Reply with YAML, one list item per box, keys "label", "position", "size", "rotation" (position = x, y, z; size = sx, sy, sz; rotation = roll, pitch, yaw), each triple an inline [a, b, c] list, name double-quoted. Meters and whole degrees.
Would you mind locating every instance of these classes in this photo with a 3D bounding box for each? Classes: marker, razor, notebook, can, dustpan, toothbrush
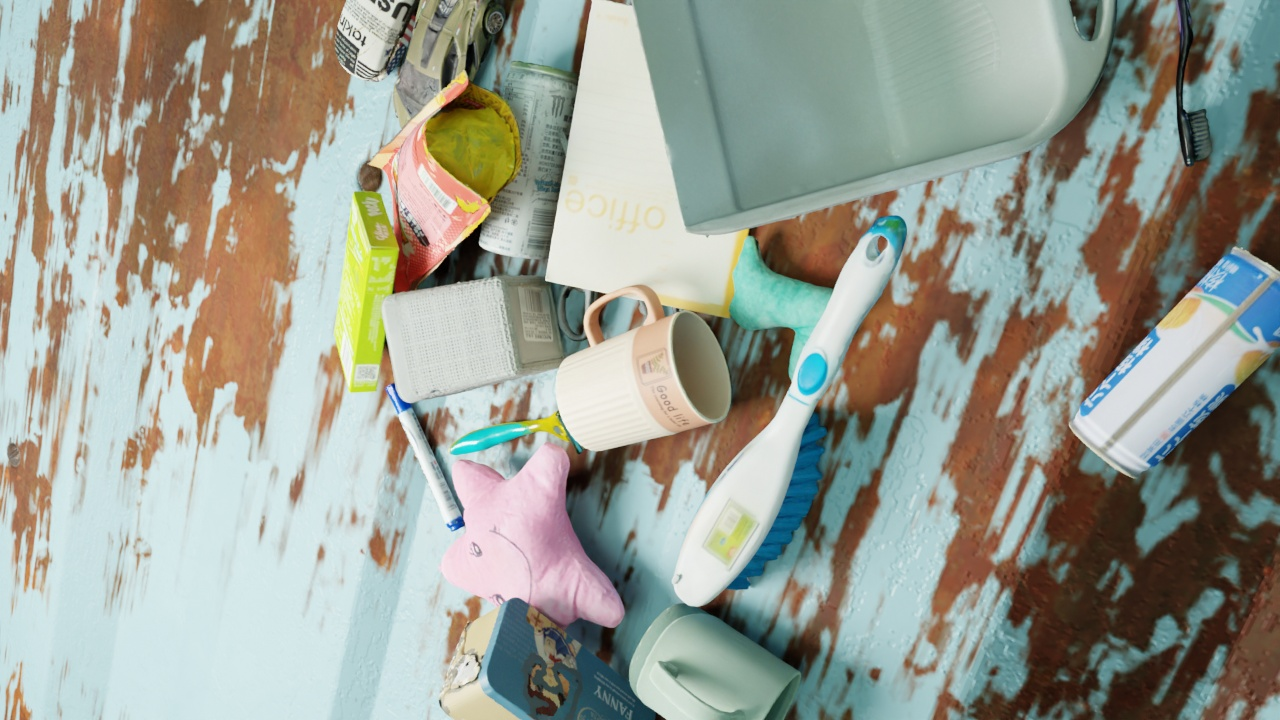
- label: "marker"
  position: [-0.196, 0.087, 0.833]
  size: [0.017, 0.016, 0.145]
  rotation: [-30, 81, 28]
- label: "razor"
  position: [-0.107, 0.064, 0.775]
  size: [0.133, 0.028, 0.043]
  rotation: [-13, 121, 26]
- label: "notebook"
  position: [0.016, -0.145, 0.669]
  size: [0.146, 0.010, 0.206]
  rotation: [13, 102, 5]
- label: "can"
  position: [-0.088, -0.156, 0.723]
  size: [0.058, 0.058, 0.147]
  rotation: [17, 104, 26]
- label: "can"
  position: [0.313, 0.003, 0.527]
  size: [0.053, 0.053, 0.135]
  rotation: [43, 113, 18]
- label: "dustpan"
  position: [0.140, -0.206, 0.521]
  size: [0.143, 0.257, 0.222]
  rotation: [-14, 89, 52]
- label: "toothbrush"
  position: [0.313, -0.207, 0.526]
  size: [0.017, 0.014, 0.189]
  rotation: [-5, 93, 21]

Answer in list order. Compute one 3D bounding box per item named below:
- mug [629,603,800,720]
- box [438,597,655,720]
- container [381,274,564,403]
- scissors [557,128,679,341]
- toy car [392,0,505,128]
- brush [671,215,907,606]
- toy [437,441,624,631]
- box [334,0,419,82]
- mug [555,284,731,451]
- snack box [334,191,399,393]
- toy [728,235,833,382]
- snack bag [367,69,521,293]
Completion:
- label: "mug"
  position: [0.047, 0.235, 0.665]
  size: [0.106, 0.111, 0.082]
  rotation: [28, 94, 25]
- label: "box"
  position: [-0.063, 0.269, 0.709]
  size: [0.184, 0.089, 0.061]
  rotation: [41, 122, -21]
- label: "container"
  position: [-0.132, -0.021, 0.747]
  size: [0.114, 0.090, 0.090]
  rotation: [-10, 91, 26]
- label: "scissors"
  position: [-0.024, -0.089, 0.703]
  size: [0.159, 0.014, 0.178]
  rotation: [36, 113, 6]
- label: "toy car"
  position: [-0.165, -0.253, 0.765]
  size: [0.070, 0.042, 0.158]
  rotation: [31, 112, 22]
- label: "brush"
  position: [0.103, 0.046, 0.615]
  size: [0.060, 0.109, 0.315]
  rotation: [36, 111, 23]
- label: "toy"
  position: [-0.100, 0.169, 0.758]
  size: [0.179, 0.074, 0.194]
  rotation: [-18, 93, 35]
- label: "box"
  position: [-0.213, -0.316, 0.776]
  size: [0.070, 0.055, 0.164]
  rotation: [46, 116, 37]
- label: "mug"
  position: [-0.004, 0.004, 0.680]
  size: [0.106, 0.081, 0.114]
  rotation: [-19, 94, 30]
- label: "snack box"
  position: [-0.237, -0.057, 0.789]
  size: [0.085, 0.026, 0.157]
  rotation: [60, 141, 41]
- label: "toy"
  position: [0.103, -0.033, 0.651]
  size: [0.092, 0.030, 0.096]
  rotation: [18, 109, 28]
- label: "snack bag"
  position: [-0.169, -0.137, 0.735]
  size: [0.208, 0.073, 0.128]
  rotation: [-21, 81, 57]
